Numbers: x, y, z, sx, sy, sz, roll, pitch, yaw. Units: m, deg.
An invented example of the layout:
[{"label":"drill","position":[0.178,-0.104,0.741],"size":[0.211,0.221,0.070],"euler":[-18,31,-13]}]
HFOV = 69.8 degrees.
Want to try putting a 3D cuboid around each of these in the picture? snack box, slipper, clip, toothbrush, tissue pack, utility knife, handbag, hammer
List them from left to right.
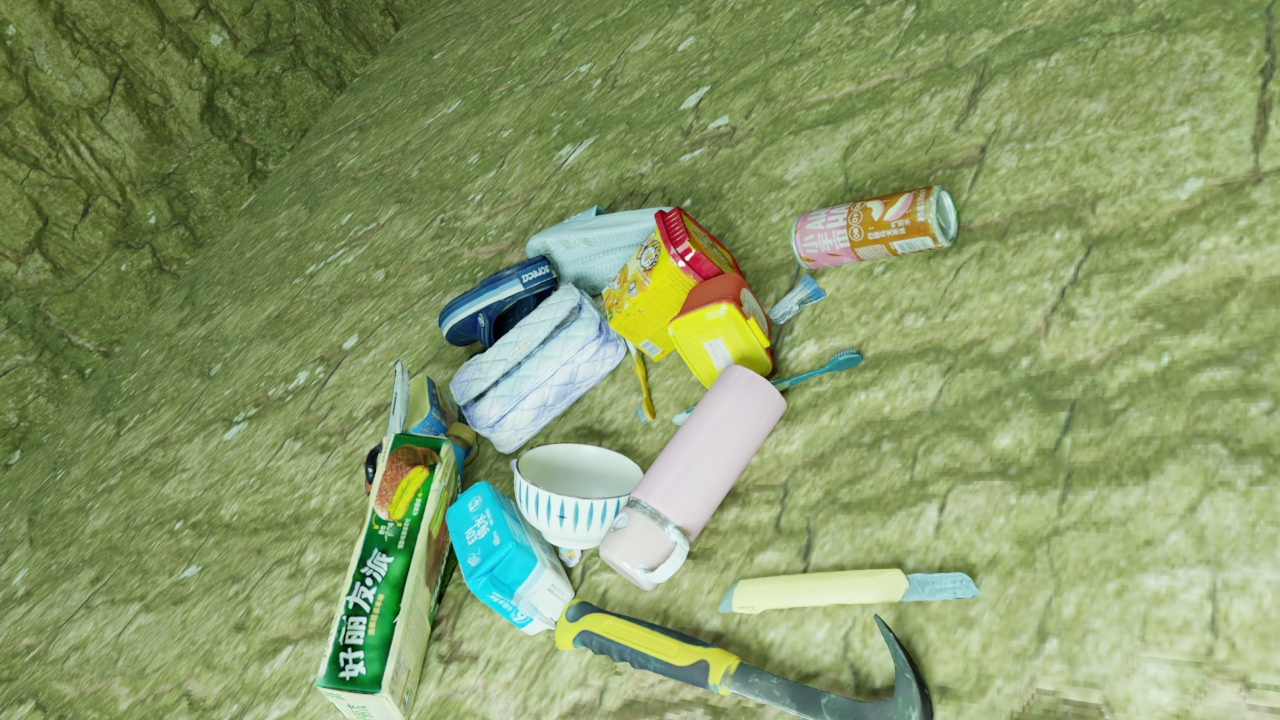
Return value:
[{"label":"snack box","position":[-0.220,0.196,0.835],"size":[0.063,0.115,0.239],"euler":[6,57,1]},{"label":"toothbrush","position":[-0.200,0.241,0.897],"size":[0.017,0.012,0.185],"euler":[-10,43,30]},{"label":"tissue pack","position":[-0.121,0.176,0.821],"size":[0.063,0.090,0.140],"euler":[-42,33,0]},{"label":"slipper","position":[-0.167,-0.060,1.147],"size":[0.104,0.095,0.253],"euler":[-23,0,-33]},{"label":"handbag","position":[-0.118,0.004,1.034],"size":[0.194,0.075,0.134],"euler":[-41,34,-1]},{"label":"toothbrush","position":[-0.098,0.143,0.904],"size":[0.021,0.029,0.189],"euler":[-6,22,-23]},{"label":"slipper","position":[-0.036,-0.143,1.105],"size":[0.246,0.104,0.074],"euler":[-9,47,33]},{"label":"toothbrush","position":[-0.006,0.006,0.975],"size":[0.018,0.016,0.191],"euler":[-38,33,17]},{"label":"hammer","position":[0.054,0.217,0.651],"size":[0.324,0.032,0.125],"euler":[2,52,47]},{"label":"snack box","position":[0.081,-0.030,0.864],"size":[0.082,0.091,0.079],"euler":[-19,32,30]},{"label":"toothbrush","position":[0.111,0.026,0.833],"size":[0.192,0.016,0.018],"euler":[-21,27,26]},{"label":"clip","position":[0.149,-0.057,0.889],"size":[0.058,0.041,0.026],"euler":[-39,35,11]},{"label":"utility knife","position":[0.138,0.161,0.643],"size":[0.199,0.021,0.030],"euler":[-19,43,40]}]

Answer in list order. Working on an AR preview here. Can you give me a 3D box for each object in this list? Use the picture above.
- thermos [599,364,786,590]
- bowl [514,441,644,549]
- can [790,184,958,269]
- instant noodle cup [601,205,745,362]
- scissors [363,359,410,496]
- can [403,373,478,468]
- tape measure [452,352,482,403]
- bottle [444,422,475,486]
[{"label":"thermos","position":[0.048,0.097,0.762],"size":[0.198,0.067,0.087],"euler":[-51,24,-19]},{"label":"bowl","position":[-0.057,0.126,0.819],"size":[0.116,0.116,0.066],"euler":[36,122,56]},{"label":"can","position":[0.217,-0.123,0.862],"size":[0.148,0.058,0.057],"euler":[-6,46,41]},{"label":"instant noodle cup","position":[0.031,-0.075,0.955],"size":[0.124,0.116,0.116],"euler":[-42,31,20]},{"label":"scissors","position":[-0.279,0.089,1.012],"size":[0.015,0.205,0.198],"euler":[-9,1,-36]},{"label":"can","position":[-0.240,0.074,1.067],"size":[0.057,0.083,0.102],"euler":[-36,33,6]},{"label":"tape measure","position":[-0.200,0.023,1.133],"size":[0.066,0.033,0.065],"euler":[8,54,52]},{"label":"bottle","position":[-0.233,0.163,0.965],"size":[0.065,0.065,0.218],"euler":[-7,48,40]}]
